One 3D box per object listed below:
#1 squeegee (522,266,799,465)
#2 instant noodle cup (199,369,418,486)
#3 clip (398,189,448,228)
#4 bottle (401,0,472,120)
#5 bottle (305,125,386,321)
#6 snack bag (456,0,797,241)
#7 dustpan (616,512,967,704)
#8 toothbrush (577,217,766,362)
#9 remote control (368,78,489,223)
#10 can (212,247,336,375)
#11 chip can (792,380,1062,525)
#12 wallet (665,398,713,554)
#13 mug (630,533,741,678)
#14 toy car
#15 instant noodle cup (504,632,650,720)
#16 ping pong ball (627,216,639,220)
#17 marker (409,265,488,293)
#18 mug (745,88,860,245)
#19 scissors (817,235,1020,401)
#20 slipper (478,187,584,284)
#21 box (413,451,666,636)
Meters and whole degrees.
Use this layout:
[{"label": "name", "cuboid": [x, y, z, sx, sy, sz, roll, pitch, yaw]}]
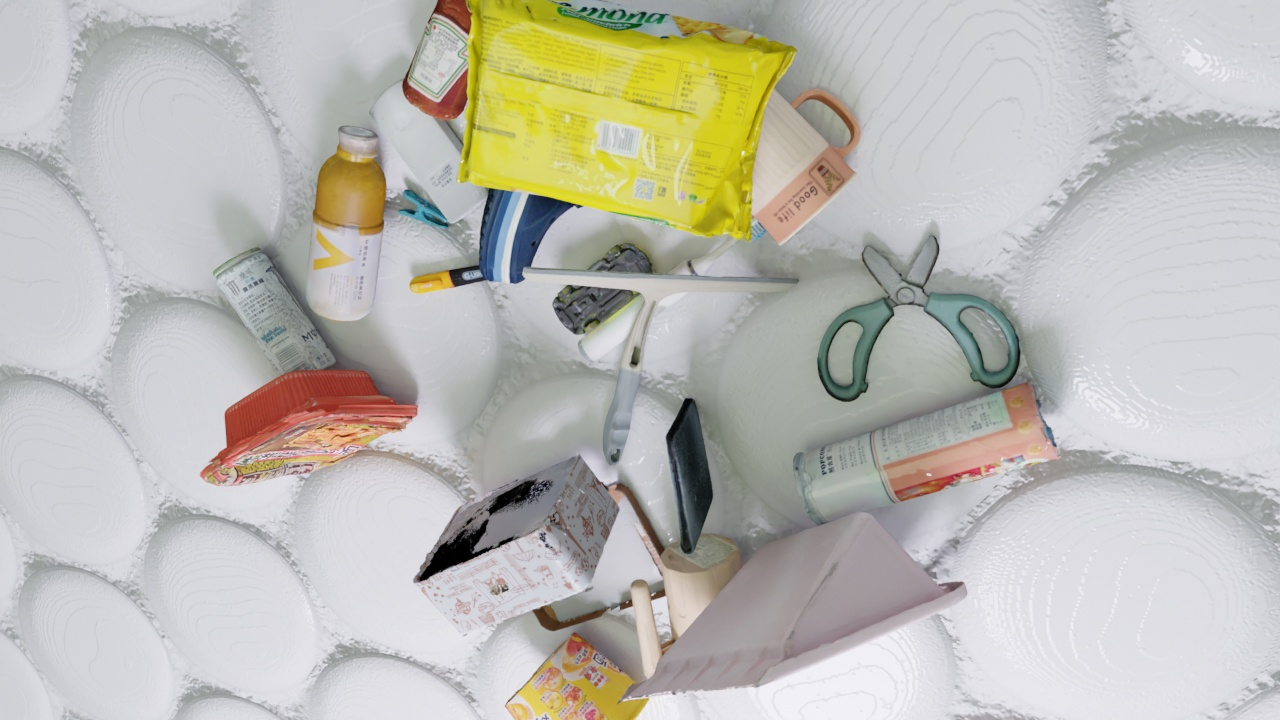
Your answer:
[{"label": "squeegee", "cuboid": [-0.005, 0.005, 0.865, 0.246, 0.039, 0.247, 0, 132, -17]}, {"label": "instant noodle cup", "cuboid": [-0.349, 0.065, 0.962, 0.189, 0.164, 0.079, -25, 77, 25]}, {"label": "clip", "cuboid": [-0.212, -0.146, 0.903, 0.057, 0.015, 0.050, 28, 114, 6]}, {"label": "bottle", "cuboid": [-0.143, -0.309, 0.791, 0.060, 0.059, 0.206, 35, 117, 3]}, {"label": "bottle", "cuboid": [-0.288, -0.133, 0.902, 0.068, 0.067, 0.190, 20, 115, 10]}, {"label": "snack bag", "cuboid": [-0.021, -0.183, 0.692, 0.246, 0.068, 0.158, 13, 115, 4]}, {"label": "dustpan", "cuboid": [0.152, 0.242, 0.790, 0.139, 0.272, 0.223, 49, 148, -2]}, {"label": "toothbrush", "cuboid": [0.028, -0.066, 0.847, 0.222, 0.026, 0.026, -36, 78, 26]}, {"label": "remote control", "cuboid": [-0.199, -0.200, 0.874, 0.056, 0.019, 0.135, -33, 97, 26]}, {"label": "can", "cuboid": [-0.388, -0.044, 0.976, 0.058, 0.058, 0.147, -27, 100, 25]}, {"label": "chip can", "cuboid": [0.247, 0.084, 0.807, 0.215, 0.071, 0.071, -22, 102, 24]}, {"label": "wallet", "cuboid": [0.046, 0.106, 0.868, 0.019, 0.097, 0.121, -5, 109, 15]}, {"label": "mug", "cuboid": [0.049, 0.244, 0.913, 0.084, 0.124, 0.103, 19, 122, 59]}, {"label": "toy car", "cuboid": [-0.034, -0.068, 0.864, 0.105, 0.032, 0.048, -38, 95, 15]}, {"label": "instant noodle cup", "cuboid": [-0.072, 0.373, 0.997, 0.110, 0.137, 0.138, 44, 117, 7]}, {"label": "ping pong ball", "cuboid": [-0.001, -0.145, 0.817, 0.040, 0.040, 0.040, 6, 112, 16]}, {"label": "marker", "cuboid": [-0.177, -0.083, 0.915, 0.124, 0.015, 0.018, -9, 112, 19]}, {"label": "mug", "cuboid": [0.121, -0.172, 0.751, 0.114, 0.081, 0.106, -43, 92, 0]}, {"label": "scissors", "cuboid": [0.230, -0.016, 0.804, 0.170, 0.019, 0.179, 44, 118, -4]}, {"label": "slipper", "cuboid": [-0.072, -0.180, 0.802, 0.095, 0.105, 0.253, 19, 119, -11]}, {"label": "box", "cuboid": [-0.088, 0.221, 0.934, 0.183, 0.156, 0.193, -26, 108, 27]}]
